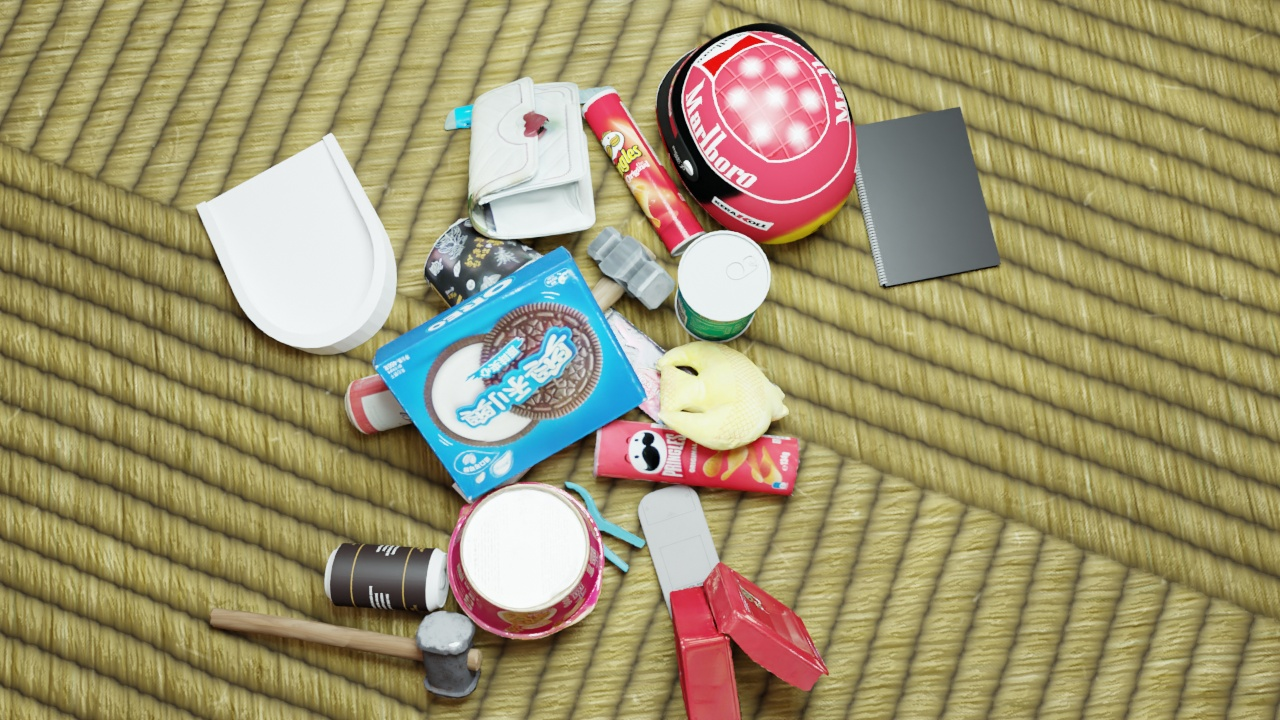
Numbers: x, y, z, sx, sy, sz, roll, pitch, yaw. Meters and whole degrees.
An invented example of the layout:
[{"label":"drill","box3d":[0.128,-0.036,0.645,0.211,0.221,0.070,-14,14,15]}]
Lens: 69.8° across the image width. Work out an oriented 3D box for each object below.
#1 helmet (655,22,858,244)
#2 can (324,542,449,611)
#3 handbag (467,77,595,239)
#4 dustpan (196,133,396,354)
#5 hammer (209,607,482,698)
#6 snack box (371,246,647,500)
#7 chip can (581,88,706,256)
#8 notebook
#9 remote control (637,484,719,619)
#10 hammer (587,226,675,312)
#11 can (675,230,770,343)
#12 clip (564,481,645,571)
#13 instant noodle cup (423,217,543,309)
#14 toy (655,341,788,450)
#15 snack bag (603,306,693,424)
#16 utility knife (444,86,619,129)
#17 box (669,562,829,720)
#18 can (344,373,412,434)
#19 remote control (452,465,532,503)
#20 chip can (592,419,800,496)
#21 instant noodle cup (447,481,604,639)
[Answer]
[{"label":"helmet","box3d":[0.129,-0.265,1.045,0.197,0.225,0.271,-33,84,-4]},{"label":"can","box3d":[-0.289,0.249,1.054,0.128,0.072,0.072,3,82,1]},{"label":"handbag","box3d":[-0.131,-0.239,1.069,0.142,0.096,0.198,-8,50,-2]},{"label":"dustpan","box3d":[-0.411,-0.133,1.121,0.191,0.053,0.257,-30,82,-3]},{"label":"hammer","box3d":[-0.339,0.316,1.048,0.328,0.052,0.098,7,126,9]},{"label":"snack box","box3d":[-0.139,0.017,1.009,0.239,0.056,0.195,-30,117,-2]},{"label":"chip can","box3d":[0.004,-0.230,1.128,0.052,0.052,0.214,-31,83,-4]},{"label":"notebook","box3d":[0.346,-0.203,1.136,0.149,0.016,0.206,-11,82,-1]},{"label":"remote control","box3d":[0.049,0.223,1.078,0.074,0.019,0.151,-18,83,-2]},{"label":"hammer","box3d":[-0.102,-0.014,1.088,0.323,0.051,0.117,-47,49,1]},{"label":"can","box3d":[0.091,-0.081,1.057,0.099,0.144,0.099,0,82,1]},{"label":"clip","box3d":[-0.071,0.211,1.079,0.121,0.031,0.130,-36,82,-8]},{"label":"instant noodle cup","box3d":[-0.180,-0.096,1.078,0.112,0.137,0.137,40,84,16]},{"label":"toy","box3d":[0.094,0.037,1.054,0.155,0.065,0.170,6,39,-7]},{"label":"snack bag","box3d":[-0.006,0.006,1.112,0.155,0.018,0.074,40,84,4]},{"label":"utility knife","box3d":[-0.138,-0.322,1.162,0.225,0.015,0.031,-9,83,3]},{"label":"box","box3d":[0.084,0.318,0.986,0.147,0.157,0.156,40,95,-5]},{"label":"can","box3d":[-0.257,0.036,1.074,0.170,0.067,0.067,-15,82,9]},{"label":"remote control","box3d":[-0.154,0.116,1.094,0.049,0.024,0.143,44,83,7]},{"label":"chip can","box3d":[0.064,0.112,1.068,0.233,0.073,0.073,6,82,1]},{"label":"instant noodle cup","box3d":[-0.126,0.211,1.009,0.178,0.078,0.178,2,68,-5]}]
